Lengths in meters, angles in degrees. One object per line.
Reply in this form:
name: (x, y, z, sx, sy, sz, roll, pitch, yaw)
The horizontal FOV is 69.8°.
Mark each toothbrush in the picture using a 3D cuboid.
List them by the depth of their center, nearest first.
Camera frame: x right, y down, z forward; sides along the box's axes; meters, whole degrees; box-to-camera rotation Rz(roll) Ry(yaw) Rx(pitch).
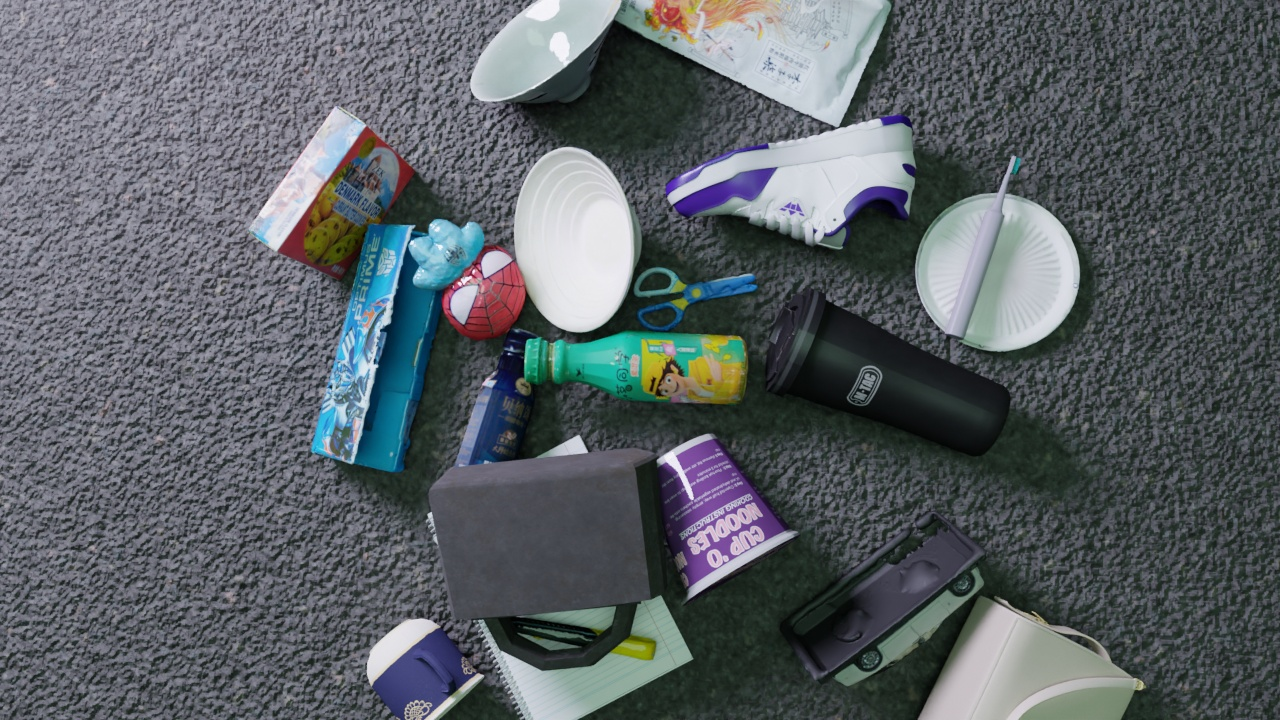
toothbrush: (0.333, -0.110, 0.888, 0.019, 0.018, 0.188, 19, 87, 5)

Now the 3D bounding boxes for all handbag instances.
handbag: (0.367, 0.339, 0.828, 0.198, 0.101, 0.194, 27, 87, -5)
handbag: (-0.074, 0.189, 0.844, 0.197, 0.102, 0.199, -6, 96, 2)

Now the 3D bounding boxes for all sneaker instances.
sneaker: (0.152, -0.156, 0.895, 0.244, 0.091, 0.111, -13, 92, 4)

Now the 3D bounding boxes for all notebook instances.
notebook: (-0.084, 0.225, 0.912, 0.178, 0.013, 0.245, -28, 83, 0)

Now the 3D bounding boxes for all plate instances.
plate: (0.349, -0.087, 0.902, 0.157, 0.014, 0.157, 0, 84, 5)

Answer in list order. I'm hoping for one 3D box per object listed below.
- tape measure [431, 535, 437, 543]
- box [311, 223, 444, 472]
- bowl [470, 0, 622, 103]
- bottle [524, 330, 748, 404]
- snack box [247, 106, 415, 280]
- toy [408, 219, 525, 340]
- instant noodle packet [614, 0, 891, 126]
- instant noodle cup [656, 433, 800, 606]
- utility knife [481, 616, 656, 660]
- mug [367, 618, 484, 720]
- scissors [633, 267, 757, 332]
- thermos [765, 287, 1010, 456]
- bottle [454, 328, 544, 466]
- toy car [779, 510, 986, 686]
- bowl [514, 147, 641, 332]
tape measure: (-0.163, 0.179, 0.903, 0.062, 0.020, 0.060, -42, 83, -3)
box: (-0.264, -0.017, 0.913, 0.092, 0.085, 0.243, 11, 85, 7)
bowl: (-0.083, -0.301, 0.929, 0.174, 0.068, 0.173, -19, 46, 21)
bottle: (-0.005, 0.005, 0.882, 0.209, 0.068, 0.068, 3, 84, -4)
snack box: (-0.297, -0.159, 0.901, 0.040, 0.142, 0.145, 34, 88, 7)
toy: (-0.167, -0.081, 0.904, 0.092, 0.062, 0.133, -52, 123, -16)
instant noodle packet: (0.108, -0.357, 0.933, 0.269, 0.057, 0.147, 24, 88, 2)
instant noodle cup: (0.060, 0.145, 0.865, 0.137, 0.121, 0.122, -40, 71, 28)
utility knife: (-0.078, 0.263, 0.887, 0.188, 0.029, 0.020, 10, 84, 5)
mug: (-0.208, 0.292, 0.868, 0.089, 0.112, 0.085, 47, 54, 10)
scissors: (0.057, -0.063, 0.927, 0.130, 0.022, 0.070, -5, 83, 1)
thermos: (0.228, 0.017, 0.864, 0.218, 0.106, 0.106, 22, 86, 2)
bottle: (-0.136, 0.048, 0.909, 0.056, 0.056, 0.160, 15, 79, 6)
toy car: (0.235, 0.234, 0.856, 0.191, 0.094, 0.071, -38, 113, -1)
bowl: (-0.048, -0.118, 0.897, 0.177, 0.057, 0.177, 13, 108, 44)
